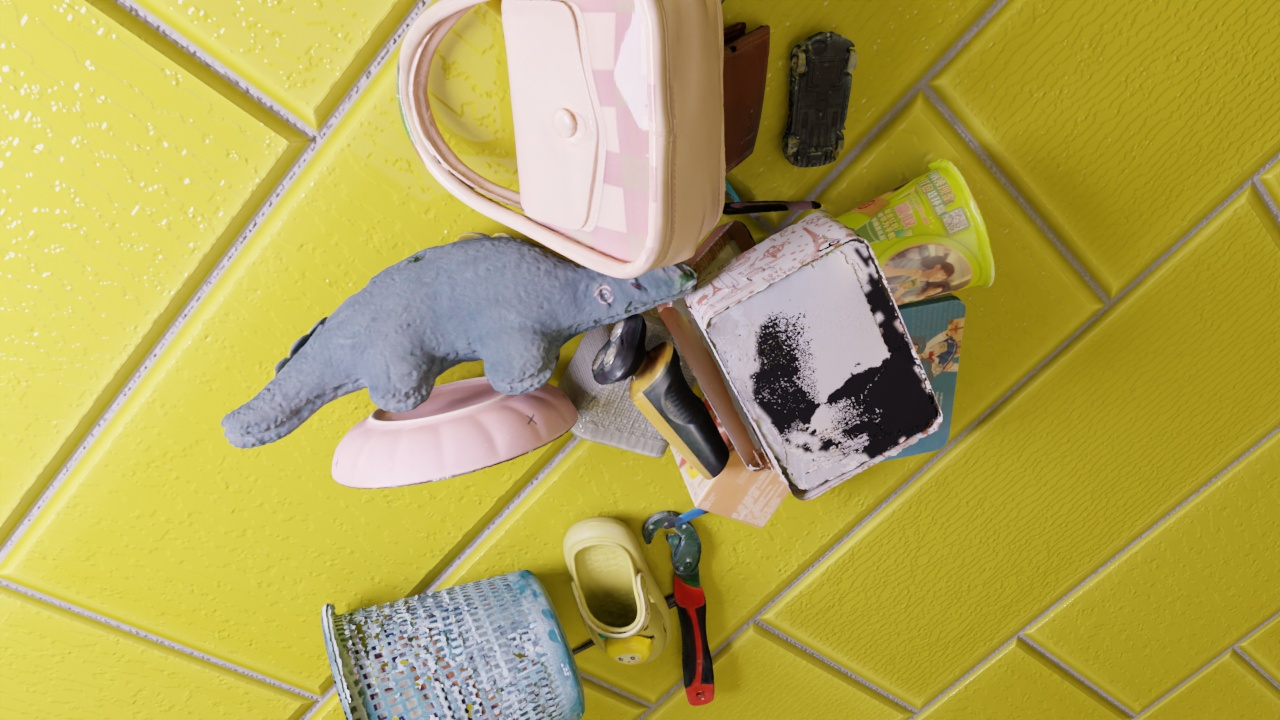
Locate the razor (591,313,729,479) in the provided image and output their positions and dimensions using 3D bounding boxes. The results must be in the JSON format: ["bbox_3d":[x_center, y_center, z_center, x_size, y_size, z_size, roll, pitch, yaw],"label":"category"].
[{"bbox_3d":[0.021,0.036,0.722,0.068,0.062,0.167,-17,130,27],"label":"razor"}]

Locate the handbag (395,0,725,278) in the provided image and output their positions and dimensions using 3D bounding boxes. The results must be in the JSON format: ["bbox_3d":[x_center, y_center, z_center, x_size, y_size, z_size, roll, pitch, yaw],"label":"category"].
[{"bbox_3d":[-0.062,-0.167,0.605,0.234,0.093,0.193,12,119,25],"label":"handbag"}]

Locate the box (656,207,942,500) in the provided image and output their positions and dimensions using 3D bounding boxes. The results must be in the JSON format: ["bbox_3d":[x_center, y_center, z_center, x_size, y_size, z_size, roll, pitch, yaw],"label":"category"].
[{"bbox_3d":[0.111,-0.014,0.727,0.153,0.177,0.182,-28,114,4],"label":"box"}]

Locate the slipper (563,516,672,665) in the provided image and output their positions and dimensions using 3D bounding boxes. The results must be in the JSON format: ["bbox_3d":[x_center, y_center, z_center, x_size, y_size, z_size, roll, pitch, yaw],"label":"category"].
[{"bbox_3d":[-0.028,0.244,0.913,0.092,0.081,0.191,-10,119,13],"label":"slipper"}]

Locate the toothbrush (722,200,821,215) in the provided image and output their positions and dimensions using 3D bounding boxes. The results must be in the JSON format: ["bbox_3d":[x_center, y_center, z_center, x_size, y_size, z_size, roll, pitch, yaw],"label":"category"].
[{"bbox_3d":[0.081,-0.118,0.717,0.188,0.014,0.017,-10,144,-41],"label":"toothbrush"}]

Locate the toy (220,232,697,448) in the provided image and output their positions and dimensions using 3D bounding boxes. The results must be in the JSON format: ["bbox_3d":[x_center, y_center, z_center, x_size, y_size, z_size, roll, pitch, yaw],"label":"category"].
[{"bbox_3d":[-0.135,-0.030,0.685,0.356,0.137,0.091,-16,133,3],"label":"toy"}]

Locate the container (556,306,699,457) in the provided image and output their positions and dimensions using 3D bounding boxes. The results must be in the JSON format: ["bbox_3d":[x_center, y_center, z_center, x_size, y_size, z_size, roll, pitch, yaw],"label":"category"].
[{"bbox_3d":[-0.005,0.004,0.774,0.090,0.090,0.114,16,113,-23],"label":"container"}]

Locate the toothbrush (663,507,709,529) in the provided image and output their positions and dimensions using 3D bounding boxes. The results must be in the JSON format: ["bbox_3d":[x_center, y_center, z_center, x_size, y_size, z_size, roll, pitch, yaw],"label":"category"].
[{"bbox_3d":[0.110,0.129,0.914,0.189,0.016,0.014,-23,117,-4],"label":"toothbrush"}]

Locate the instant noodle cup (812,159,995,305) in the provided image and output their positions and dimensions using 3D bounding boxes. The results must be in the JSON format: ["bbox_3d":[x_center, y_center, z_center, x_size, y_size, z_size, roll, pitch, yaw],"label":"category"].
[{"bbox_3d":[0.210,-0.092,0.761,0.123,0.111,0.112,-20,124,8],"label":"instant noodle cup"}]

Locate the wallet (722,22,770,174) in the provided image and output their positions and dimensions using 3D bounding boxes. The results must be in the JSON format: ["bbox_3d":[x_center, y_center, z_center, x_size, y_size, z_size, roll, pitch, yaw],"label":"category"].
[{"bbox_3d":[0.060,-0.181,0.660,0.032,0.124,0.101,13,122,21],"label":"wallet"}]

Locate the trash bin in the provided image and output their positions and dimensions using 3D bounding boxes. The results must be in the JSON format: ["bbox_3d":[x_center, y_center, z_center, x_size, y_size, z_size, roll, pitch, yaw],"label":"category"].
[{"bbox_3d":[-0.166,0.300,0.858,0.194,0.226,0.227,-19,125,-18],"label":"trash bin"}]

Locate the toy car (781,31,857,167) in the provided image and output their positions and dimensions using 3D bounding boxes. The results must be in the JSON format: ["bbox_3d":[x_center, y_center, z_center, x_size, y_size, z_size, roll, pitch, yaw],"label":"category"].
[{"bbox_3d":[0.137,-0.202,0.712,0.049,0.031,0.106,-6,124,-12],"label":"toy car"}]

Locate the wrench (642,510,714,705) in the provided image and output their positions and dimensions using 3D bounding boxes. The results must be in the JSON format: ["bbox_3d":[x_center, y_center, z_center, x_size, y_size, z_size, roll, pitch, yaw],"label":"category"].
[{"bbox_3d":[0.050,0.271,0.980,0.056,0.016,0.274,-14,118,-4],"label":"wrench"}]

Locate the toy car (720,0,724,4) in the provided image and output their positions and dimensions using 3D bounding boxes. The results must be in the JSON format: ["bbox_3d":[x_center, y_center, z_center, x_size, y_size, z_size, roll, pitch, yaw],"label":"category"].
[{"bbox_3d":[0.039,-0.264,0.649,0.043,0.034,0.091,22,120,-26],"label":"toy car"}]

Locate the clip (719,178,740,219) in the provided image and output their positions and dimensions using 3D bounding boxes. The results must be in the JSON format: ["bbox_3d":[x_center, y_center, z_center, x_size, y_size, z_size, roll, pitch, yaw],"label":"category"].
[{"bbox_3d":[0.061,-0.141,0.743,0.040,0.014,0.056,-31,123,5],"label":"clip"}]

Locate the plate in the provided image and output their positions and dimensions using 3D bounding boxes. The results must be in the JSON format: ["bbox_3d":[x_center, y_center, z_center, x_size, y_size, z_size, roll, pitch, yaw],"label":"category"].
[{"bbox_3d":[-0.146,0.047,0.713,0.192,0.192,0.039,-13,101,-6],"label":"plate"}]

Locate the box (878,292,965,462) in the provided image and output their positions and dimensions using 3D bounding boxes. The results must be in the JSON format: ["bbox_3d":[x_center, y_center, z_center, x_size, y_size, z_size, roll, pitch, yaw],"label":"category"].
[{"bbox_3d":[0.243,0.013,0.856,0.089,0.061,0.184,-12,121,-6],"label":"box"}]

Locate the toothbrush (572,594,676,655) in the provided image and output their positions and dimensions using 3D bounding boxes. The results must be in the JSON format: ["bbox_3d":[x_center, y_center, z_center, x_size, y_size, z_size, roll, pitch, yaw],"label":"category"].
[{"bbox_3d":[-0.019,0.290,0.989,0.181,0.018,0.016,-29,117,3],"label":"toothbrush"}]

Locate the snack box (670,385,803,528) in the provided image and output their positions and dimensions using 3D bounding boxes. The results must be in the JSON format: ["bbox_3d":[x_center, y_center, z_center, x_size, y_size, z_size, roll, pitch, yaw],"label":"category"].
[{"bbox_3d":[0.091,0.082,0.839,0.077,0.094,0.093,21,114,-25],"label":"snack box"}]
